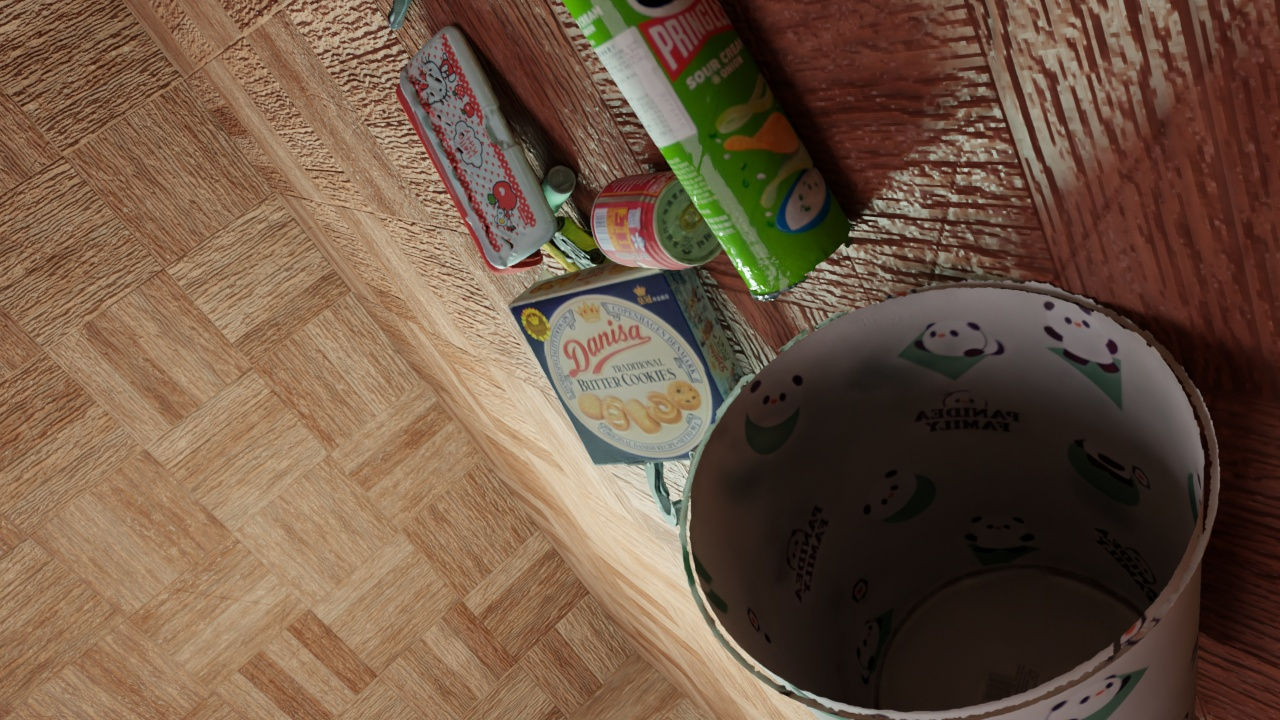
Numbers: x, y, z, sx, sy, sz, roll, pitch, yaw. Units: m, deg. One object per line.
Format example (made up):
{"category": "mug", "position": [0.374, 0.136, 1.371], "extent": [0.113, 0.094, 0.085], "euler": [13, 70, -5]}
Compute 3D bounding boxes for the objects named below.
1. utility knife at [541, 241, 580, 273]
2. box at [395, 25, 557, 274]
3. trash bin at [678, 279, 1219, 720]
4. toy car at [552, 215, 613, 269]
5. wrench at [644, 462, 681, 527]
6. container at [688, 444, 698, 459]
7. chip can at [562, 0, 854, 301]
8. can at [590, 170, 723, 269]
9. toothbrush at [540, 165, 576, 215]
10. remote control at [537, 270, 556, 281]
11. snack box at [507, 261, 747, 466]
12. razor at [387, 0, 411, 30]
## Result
{"category": "utility knife", "position": [-0.058, -0.083, 0.887], "extent": [0.031, 0.021, 0.201], "euler": [40, 178, -37]}
{"category": "box", "position": [-0.133, -0.182, 0.814], "extent": [0.201, 0.100, 0.110], "euler": [62, -156, 1]}
{"category": "trash bin", "position": [0.177, 0.126, 0.481], "extent": [0.230, 0.229, 0.252], "euler": [28, 160, 49]}
{"category": "toy car", "position": [-0.045, -0.100, 0.832], "extent": [0.105, 0.032, 0.048], "euler": [39, 167, 32]}
{"category": "wrench", "position": [-0.004, 0.034, 0.898], "extent": [0.056, 0.016, 0.273], "euler": [5, 112, 67]}
{"category": "container", "position": [0.112, 0.075, 0.691], "extent": [0.090, 0.111, 0.090], "euler": [34, 158, 39]}
{"category": "chip can", "position": [0.028, -0.145, 0.488], "extent": [0.236, 0.072, 0.072], "euler": [55, 162, -18]}
{"category": "can", "position": [0.014, -0.097, 0.636], "extent": [0.066, 0.066, 0.094], "euler": [56, 162, -22]}
{"category": "toothbrush", "position": [-0.097, -0.141, 0.885], "extent": [0.027, 0.026, 0.225], "euler": [29, 166, -11]}
{"category": "remote control", "position": [-0.054, -0.052, 0.956], "extent": [0.125, 0.024, 0.049], "euler": [39, -173, 30]}
{"category": "snack box", "position": [-0.005, 0.005, 0.790], "extent": [0.178, 0.045, 0.182], "euler": [-9, 117, 41]}
{"category": "razor", "position": [-0.203, -0.312, 0.781], "extent": [0.143, 0.022, 0.042], "euler": [177, 80, -72]}
